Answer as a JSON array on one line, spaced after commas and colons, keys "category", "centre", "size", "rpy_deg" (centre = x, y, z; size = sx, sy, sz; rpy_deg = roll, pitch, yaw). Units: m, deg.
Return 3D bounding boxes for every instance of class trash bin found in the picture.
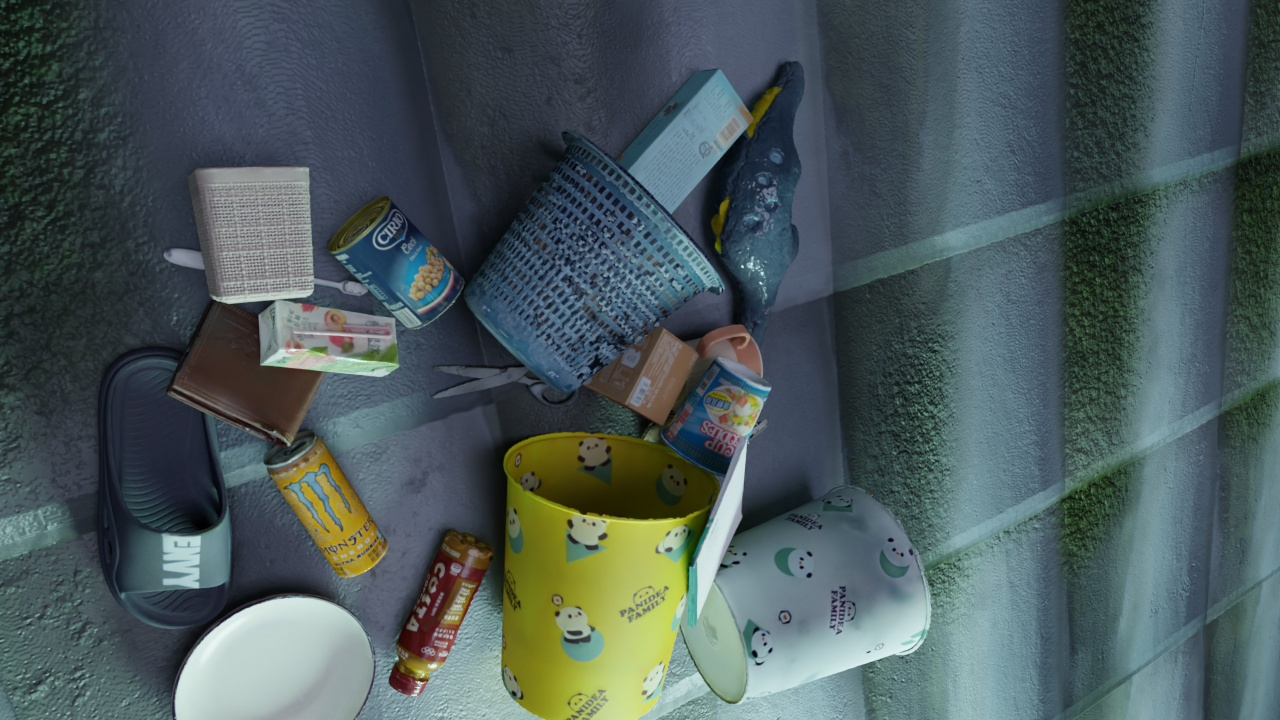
[{"category": "trash bin", "centre": [-0.062, -0.084, 0.926], "size": [0.195, 0.226, 0.226], "rpy_deg": [-45, 122, 0]}, {"category": "trash bin", "centre": [0.192, 0.302, 1.167], "size": [0.251, 0.230, 0.230], "rpy_deg": [-14, 109, -22]}, {"category": "trash bin", "centre": [-0.048, 0.236, 0.999], "size": [0.229, 0.230, 0.255], "rpy_deg": [0, 107, -32]}]

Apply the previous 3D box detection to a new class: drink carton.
[{"category": "drink carton", "centre": [-0.289, -0.019, 0.861], "size": [0.122, 0.046, 0.053], "rpy_deg": [9, 65, -43]}]

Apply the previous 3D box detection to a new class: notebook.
[{"category": "notebook", "centre": [0.082, 0.190, 0.983], "size": [0.209, 0.012, 0.150], "rpy_deg": [85, 28, -58]}]

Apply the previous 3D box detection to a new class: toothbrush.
[{"category": "toothbrush", "centre": [-0.343, -0.081, 0.852], "size": [0.180, 0.016, 0.016], "rpy_deg": [9, 86, -33]}]

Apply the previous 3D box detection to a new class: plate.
[{"category": "plate", "centre": [-0.367, 0.319, 0.923], "size": [0.192, 0.039, 0.192], "rpy_deg": [-8, 106, -30]}]

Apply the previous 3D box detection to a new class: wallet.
[{"category": "wallet", "centre": [-0.354, 0.010, 0.839], "size": [0.124, 0.032, 0.101], "rpy_deg": [35, 53, -35]}]

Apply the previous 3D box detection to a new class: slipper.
[{"category": "slipper", "centre": [-0.424, 0.124, 0.815], "size": [0.110, 0.083, 0.268], "rpy_deg": [-7, 104, -29]}]

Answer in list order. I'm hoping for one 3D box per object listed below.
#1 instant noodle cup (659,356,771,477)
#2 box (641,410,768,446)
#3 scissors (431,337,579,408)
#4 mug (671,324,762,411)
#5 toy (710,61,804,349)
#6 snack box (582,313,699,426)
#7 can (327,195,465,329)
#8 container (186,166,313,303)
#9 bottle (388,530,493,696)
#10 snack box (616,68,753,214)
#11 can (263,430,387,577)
[{"category": "instant noodle cup", "centre": [0.088, 0.058, 1.019], "size": [0.099, 0.099, 0.110], "rpy_deg": [20, 105, -34]}, {"category": "box", "centre": [0.085, 0.098, 1.121], "size": [0.162, 0.086, 0.076], "rpy_deg": [-19, 129, -29]}, {"category": "scissors", "centre": [-0.138, 0.012, 1.006], "size": [0.165, 0.014, 0.162], "rpy_deg": [43, 80, -30]}, {"category": "mug", "centre": [0.084, 0.003, 1.086], "size": [0.105, 0.081, 0.115], "rpy_deg": [-12, 147, -27]}, {"category": "toy", "centre": [0.142, -0.179, 1.094], "size": [0.137, 0.091, 0.356], "rpy_deg": [-14, 113, -58]}, {"category": "snack box", "centre": [-0.006, 0.006, 1.026], "size": [0.077, 0.094, 0.092], "rpy_deg": [32, 84, -49]}, {"category": "can", "centre": [-0.232, -0.092, 0.882], "size": [0.075, 0.075, 0.111], "rpy_deg": [-48, 122, -13]}, {"category": "container", "centre": [-0.335, -0.109, 0.798], "size": [0.089, 0.090, 0.111], "rpy_deg": [-9, 100, -30]}, {"category": "bottle", "centre": [-0.219, 0.274, 0.992], "size": [0.057, 0.057, 0.175], "rpy_deg": [25, 88, -34]}, {"category": "snack box", "centre": [0.044, -0.241, 1.031], "size": [0.174, 0.052, 0.074], "rpy_deg": [-50, 121, -13]}, {"category": "can", "centre": [-0.308, 0.143, 0.904], "size": [0.058, 0.058, 0.146], "rpy_deg": [-34, 117, -21]}]
